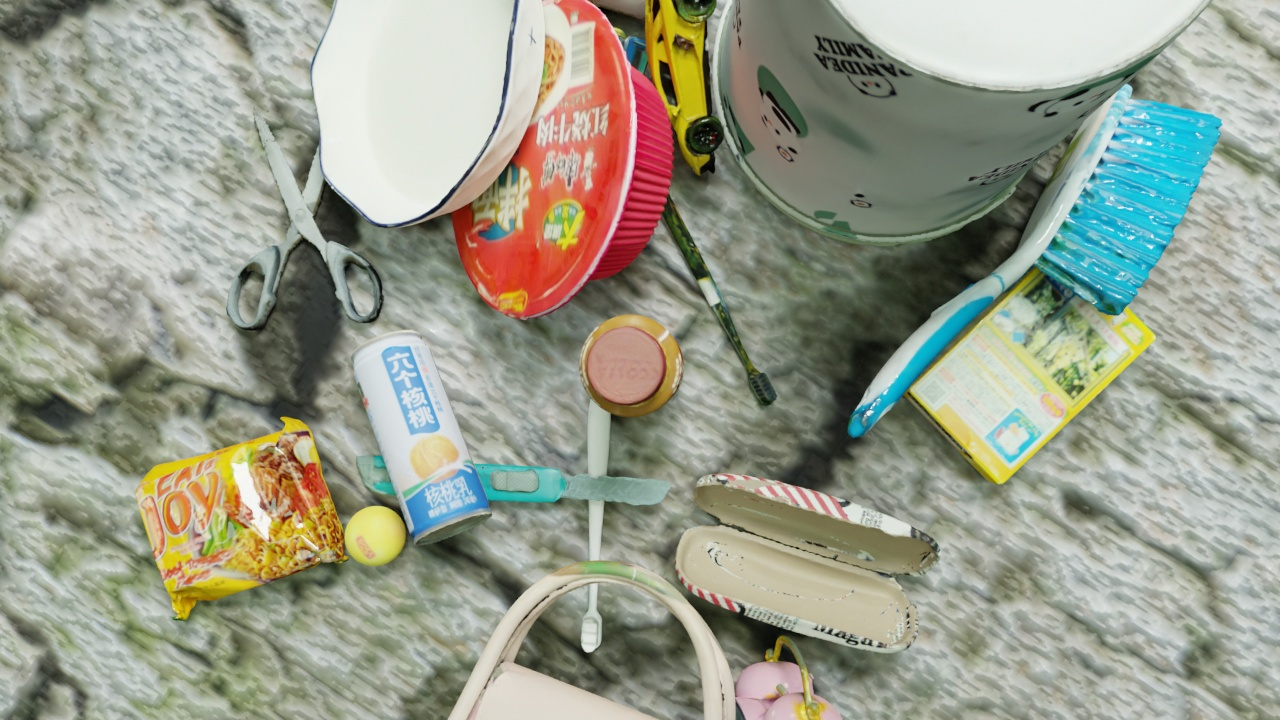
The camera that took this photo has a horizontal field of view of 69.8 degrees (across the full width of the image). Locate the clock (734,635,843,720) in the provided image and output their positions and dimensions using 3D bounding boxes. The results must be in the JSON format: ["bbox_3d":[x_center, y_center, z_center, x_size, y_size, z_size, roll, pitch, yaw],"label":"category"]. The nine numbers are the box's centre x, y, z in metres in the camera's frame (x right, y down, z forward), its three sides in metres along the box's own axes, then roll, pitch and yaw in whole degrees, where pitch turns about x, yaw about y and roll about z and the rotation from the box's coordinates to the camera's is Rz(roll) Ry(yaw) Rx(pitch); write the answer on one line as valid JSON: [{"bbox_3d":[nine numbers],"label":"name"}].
[{"bbox_3d":[0.089,0.253,0.572,0.060,0.117,0.158,0,92,-7],"label":"clock"}]

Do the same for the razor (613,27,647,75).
[{"bbox_3d":[-0.057,-0.229,0.628,0.143,0.022,0.043,27,135,6],"label":"razor"}]

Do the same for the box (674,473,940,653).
[{"bbox_3d":[0.105,0.134,0.589,0.162,0.076,0.087,15,63,1],"label":"box"}]

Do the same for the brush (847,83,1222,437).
[{"bbox_3d":[0.241,-0.054,0.549,0.109,0.061,0.313,33,71,5],"label":"brush"}]

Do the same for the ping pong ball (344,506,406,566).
[{"bbox_3d":[-0.180,0.119,0.624,0.040,0.040,0.040,0,90,3],"label":"ping pong ball"}]

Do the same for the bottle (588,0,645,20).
[{"bbox_3d":[-0.058,-0.280,0.604,0.189,0.068,0.068,18,91,3],"label":"bottle"}]

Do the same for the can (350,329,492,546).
[{"bbox_3d":[-0.146,0.050,0.605,0.053,0.053,0.134,-25,76,3],"label":"can"}]

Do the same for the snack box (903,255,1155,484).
[{"bbox_3d":[0.252,0.003,0.603,0.140,0.033,0.087,-44,87,4],"label":"snack box"}]

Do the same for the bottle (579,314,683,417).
[{"bbox_3d":[-0.003,0.003,0.546,0.057,0.175,0.057,0,89,3],"label":"bottle"}]

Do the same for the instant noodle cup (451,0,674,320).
[{"bbox_3d":[-0.044,-0.121,0.569,0.065,0.194,0.194,2,90,-40],"label":"instant noodle cup"}]

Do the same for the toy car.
[{"bbox_3d":[0.026,-0.186,0.566,0.041,0.071,0.156,-10,128,0],"label":"toy car"}]

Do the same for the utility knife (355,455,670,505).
[{"bbox_3d":[-0.090,0.082,0.625,0.222,0.013,0.029,2,86,8],"label":"utility knife"}]

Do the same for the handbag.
[{"bbox_3d":[-0.030,0.237,0.568,0.193,0.093,0.234,15,93,15],"label":"handbag"}]

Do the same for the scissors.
[{"bbox_3d":[-0.234,-0.096,0.642,0.159,0.014,0.181,34,91,3],"label":"scissors"}]

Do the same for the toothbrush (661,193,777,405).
[{"bbox_3d":[0.046,-0.053,0.622,0.012,0.017,0.186,-27,88,-10],"label":"toothbrush"}]

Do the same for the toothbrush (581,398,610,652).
[{"bbox_3d":[-0.031,0.108,0.627,0.016,0.016,0.180,2,90,6],"label":"toothbrush"}]

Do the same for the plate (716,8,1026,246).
[{"bbox_3d":[0.165,-0.192,0.611,0.230,0.027,0.230,0,89,4],"label":"plate"}]

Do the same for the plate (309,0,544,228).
[{"bbox_3d":[-0.134,-0.183,0.574,0.205,0.045,0.205,-1,88,40],"label":"plate"}]

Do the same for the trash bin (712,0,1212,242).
[{"bbox_3d":[0.152,-0.192,0.471,0.229,0.252,0.229,0,89,4],"label":"trash bin"}]

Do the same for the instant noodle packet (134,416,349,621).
[{"bbox_3d":[-0.277,0.108,0.630,0.128,0.044,0.110,-19,84,4],"label":"instant noodle packet"}]
